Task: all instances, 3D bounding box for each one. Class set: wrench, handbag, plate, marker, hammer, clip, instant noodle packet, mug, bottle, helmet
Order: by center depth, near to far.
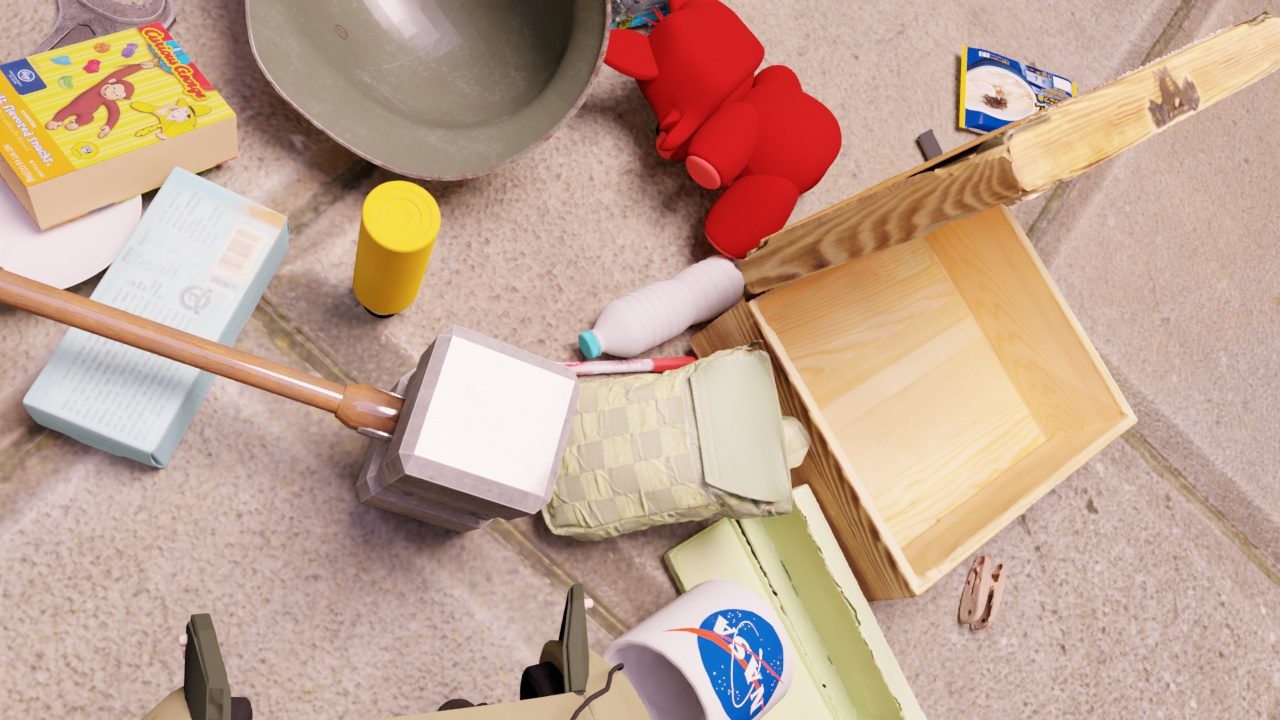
[{"bbox_3d":[-0.115,0.235,0.430,0.250,0.256,0.232,0,72,-19],"label":"helmet"},{"bbox_3d":[-0.211,0.007,0.507,0.317,0.163,0.082,22,68,-19],"label":"hammer"},{"bbox_3d":[-0.377,-0.092,0.553,0.134,0.011,0.134,10,58,-16],"label":"plate"},{"bbox_3d":[-0.156,-0.061,0.573,0.043,0.144,0.043,6,73,-19],"label":"bottle"},{"bbox_3d":[0.042,0.213,0.580,0.089,0.091,0.121,-19,81,-48],"label":"mug"},{"bbox_3d":[-0.405,-0.160,0.586,0.070,0.010,0.272,34,67,-8],"label":"wrench"},{"bbox_3d":[-0.144,-0.269,0.618,0.227,0.153,0.268,-33,111,12],"label":"helmet"},{"bbox_3d":[0.019,0.061,0.621,0.187,0.117,0.113,-12,72,20],"label":"handbag"},{"bbox_3d":[-0.004,0.004,0.683,0.142,0.013,0.012,-2,76,-20],"label":"marker"},{"bbox_3d":[0.016,-0.037,0.683,0.136,0.044,0.044,-26,85,-24],"label":"bottle"},{"bbox_3d":[0.273,0.185,0.726,0.049,0.026,0.061,2,67,-24],"label":"clip"},{"bbox_3d":[0.288,-0.143,0.828,0.016,0.016,0.140,-22,83,-24],"label":"marker"},{"bbox_3d":[0.363,-0.245,0.879,0.134,0.026,0.087,12,74,-16],"label":"instant noodle packet"}]

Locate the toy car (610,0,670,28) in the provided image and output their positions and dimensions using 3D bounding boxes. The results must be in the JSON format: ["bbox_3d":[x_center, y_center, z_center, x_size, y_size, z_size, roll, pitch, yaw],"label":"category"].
[{"bbox_3d":[-0.007,-0.297,0.757,0.105,0.032,0.048,-29,85,-30],"label":"toy car"}]

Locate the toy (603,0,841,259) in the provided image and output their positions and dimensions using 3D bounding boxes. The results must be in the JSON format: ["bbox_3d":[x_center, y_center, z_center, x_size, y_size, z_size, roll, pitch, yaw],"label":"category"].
[{"bbox_3d":[0.061,-0.192,0.702,0.197,0.121,0.158,46,53,-7],"label":"toy"}]

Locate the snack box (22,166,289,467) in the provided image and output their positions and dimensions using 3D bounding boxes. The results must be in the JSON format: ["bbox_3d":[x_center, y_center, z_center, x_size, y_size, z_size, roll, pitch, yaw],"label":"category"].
[{"bbox_3d":[-0.290,-0.028,0.566,0.075,0.053,0.174,25,67,-11],"label":"snack box"}]

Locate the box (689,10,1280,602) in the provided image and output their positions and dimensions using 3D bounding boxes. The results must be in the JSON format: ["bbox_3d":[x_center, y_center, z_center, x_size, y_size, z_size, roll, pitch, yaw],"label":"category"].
[{"bbox_3d":[0.240,-0.046,0.606,0.278,0.337,0.286,-27,83,-27],"label":"box"}]

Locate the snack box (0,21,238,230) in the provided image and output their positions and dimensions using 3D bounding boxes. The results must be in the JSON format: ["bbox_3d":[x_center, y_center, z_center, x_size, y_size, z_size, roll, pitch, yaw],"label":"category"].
[{"bbox_3d":[-0.334,-0.149,0.570,0.125,0.040,0.088,-34,77,-33],"label":"snack box"}]

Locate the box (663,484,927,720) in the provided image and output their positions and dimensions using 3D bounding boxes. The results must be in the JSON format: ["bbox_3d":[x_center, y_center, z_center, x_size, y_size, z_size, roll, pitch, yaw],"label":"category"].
[{"bbox_3d":[0.110,0.190,0.633,0.097,0.082,0.188,-26,85,-36],"label":"box"}]
